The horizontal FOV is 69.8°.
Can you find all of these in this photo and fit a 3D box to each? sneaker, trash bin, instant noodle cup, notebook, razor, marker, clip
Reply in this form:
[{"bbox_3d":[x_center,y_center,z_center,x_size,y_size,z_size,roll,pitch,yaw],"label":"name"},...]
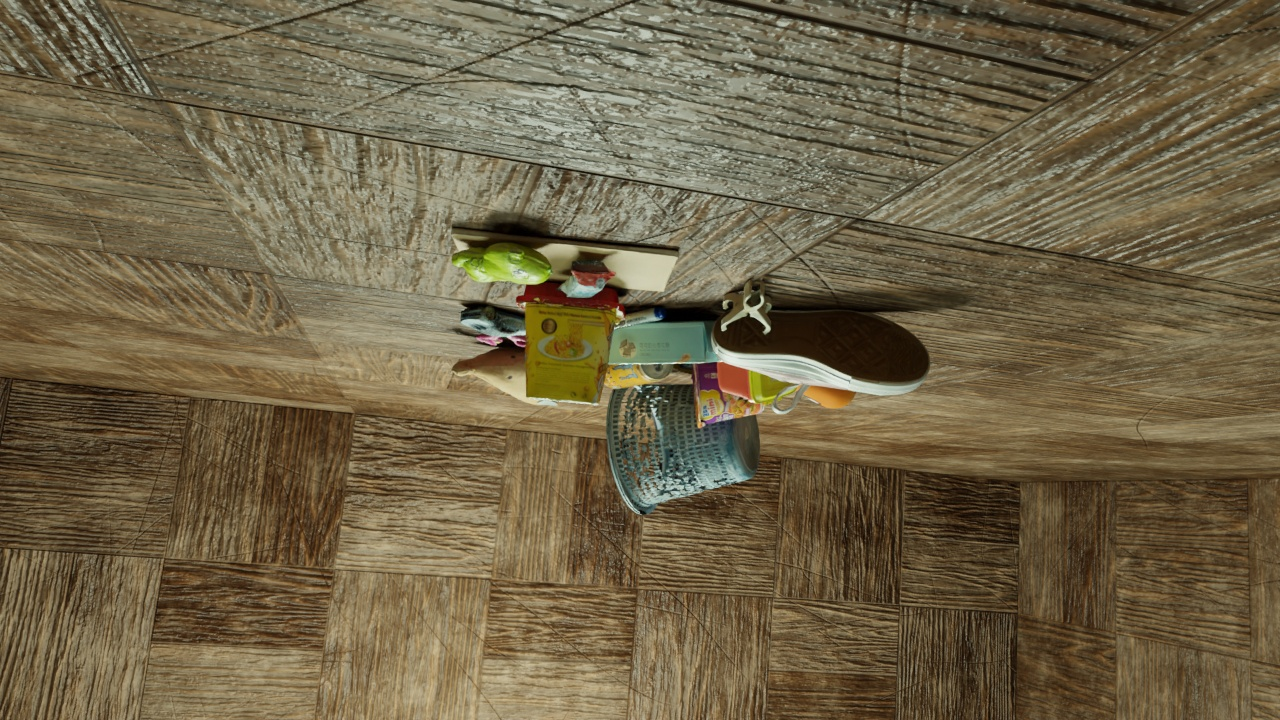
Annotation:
[{"bbox_3d":[0.200,-0.002,1.035,0.241,0.118,0.088,8,154,16],"label":"sneaker"},{"bbox_3d":[0.079,0.123,1.465,0.195,0.226,0.226,-10,166,21],"label":"trash bin"},{"bbox_3d":[-0.079,-0.016,1.005,0.116,0.123,0.116,5,176,1],"label":"instant noodle cup"},{"bbox_3d":[-0.073,-0.095,0.901,0.207,0.008,0.148,5,171,-3],"label":"notebook"},{"bbox_3d":[0.034,0.017,1.456,0.132,0.028,0.043,2,-176,-17],"label":"razor"},{"bbox_3d":[-0.036,-0.044,1.103,0.146,0.017,0.017,-11,164,27],"label":"marker"},{"bbox_3d":[0.125,-0.056,0.967,0.095,0.035,0.102,13,160,-23],"label":"clip"},{"bbox_3d":[0.127,0.039,1.339,0.099,0.111,0.111,-4,171,-1],"label":"instant noodle cup"}]

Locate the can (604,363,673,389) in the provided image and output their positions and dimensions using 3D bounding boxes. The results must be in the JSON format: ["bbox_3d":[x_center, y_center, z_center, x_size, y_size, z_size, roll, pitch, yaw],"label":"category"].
[{"bbox_3d":[-0.008,0.008,1.339,0.058,0.058,0.146,9,170,-24],"label":"can"}]

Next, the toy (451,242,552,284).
[{"bbox_3d":[-0.124,-0.089,0.845,0.100,0.031,0.096,7,171,15],"label":"toy"}]

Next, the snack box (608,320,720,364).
[{"bbox_3d":[0.018,-0.022,1.126,0.175,0.051,0.074,-1,-177,30],"label":"snack box"}]

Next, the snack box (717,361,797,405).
[{"bbox_3d":[0.152,0.013,1.199,0.091,0.082,0.080,-14,-167,-40],"label":"snack box"}]

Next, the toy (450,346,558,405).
[{"bbox_3d":[-0.196,0.018,1.437,0.144,0.082,0.225,-13,161,24],"label":"toy"}]

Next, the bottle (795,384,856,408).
[{"bbox_3d":[0.239,0.023,1.313,0.149,0.066,0.067,18,166,-28],"label":"bottle"}]

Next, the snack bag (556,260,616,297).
[{"bbox_3d":[-0.053,-0.076,0.894,0.045,0.026,0.105,-3,174,-14],"label":"snack bag"}]

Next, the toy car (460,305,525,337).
[{"bbox_3d":[-0.182,-0.047,1.182,0.049,0.031,0.105,-3,168,45],"label":"toy car"}]

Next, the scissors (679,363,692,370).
[{"bbox_3d":[0.145,0.010,1.429,0.175,0.014,0.133,9,169,-38],"label":"scissors"}]

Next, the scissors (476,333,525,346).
[{"bbox_3d":[-0.187,-0.037,1.301,0.108,0.017,0.136,10,166,-20],"label":"scissors"}]
